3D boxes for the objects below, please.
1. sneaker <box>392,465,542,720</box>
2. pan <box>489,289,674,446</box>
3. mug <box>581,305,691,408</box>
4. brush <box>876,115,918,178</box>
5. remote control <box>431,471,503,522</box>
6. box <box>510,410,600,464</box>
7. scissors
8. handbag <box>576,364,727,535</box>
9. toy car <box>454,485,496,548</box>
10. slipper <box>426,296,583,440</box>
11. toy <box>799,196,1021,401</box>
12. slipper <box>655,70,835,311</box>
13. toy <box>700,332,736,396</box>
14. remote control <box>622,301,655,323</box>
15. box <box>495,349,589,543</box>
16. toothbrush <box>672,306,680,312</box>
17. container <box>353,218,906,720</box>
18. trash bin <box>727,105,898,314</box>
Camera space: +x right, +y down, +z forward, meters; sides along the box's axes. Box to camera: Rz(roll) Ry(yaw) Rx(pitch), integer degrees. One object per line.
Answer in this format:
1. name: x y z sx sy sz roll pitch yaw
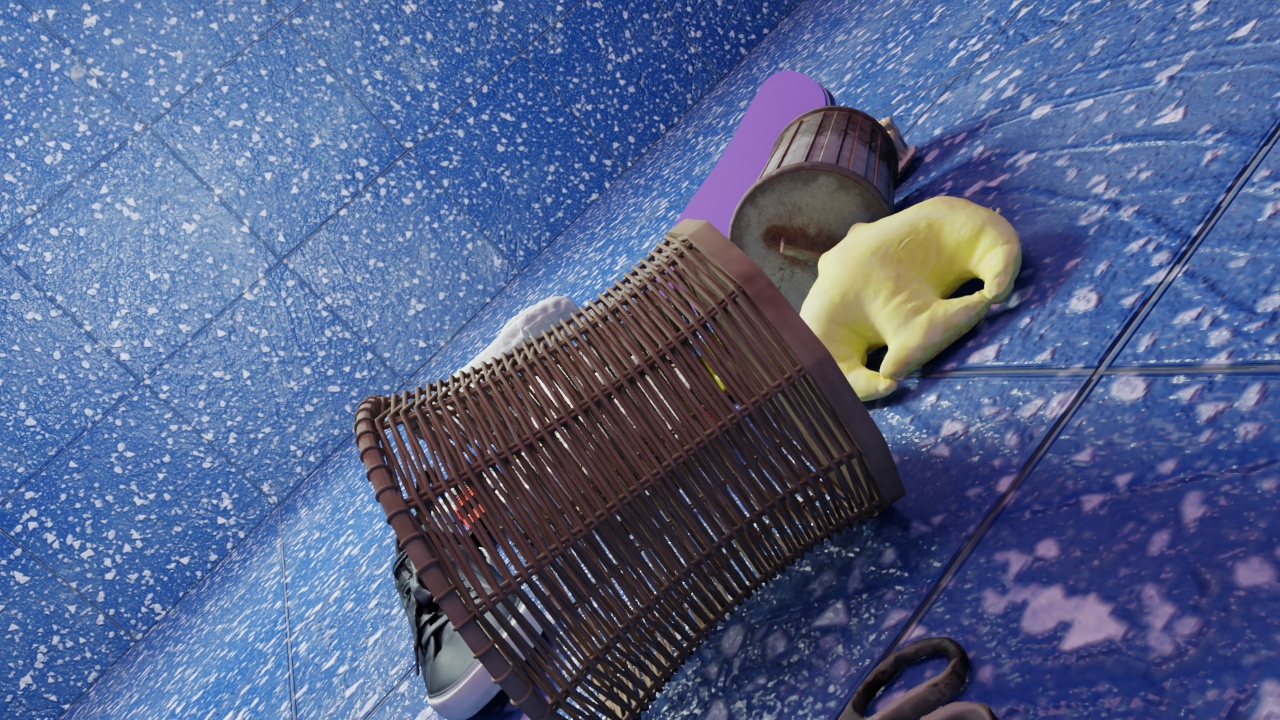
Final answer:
1. sneaker: -0.160 0.178 0.735 0.120 0.127 0.295 -46 17 -10
2. pan: -0.062 0.011 1.060 0.358 0.041 0.178 -36 10 45
3. mug: -0.005 0.005 0.829 0.100 0.085 0.119 -21 -2 6
4. brush: 0.189 -0.190 1.012 0.083 0.056 0.272 -48 16 -26
5. remote control: -0.204 0.163 1.090 0.060 0.025 0.139 -51 16 -30
6. box: -0.065 0.053 0.986 0.210 0.033 0.064 -40 1 26
7. scissors: 0.068 0.172 0.357 0.169 0.012 0.132 -43 12 -15
8. handbag: -0.001 0.078 0.740 0.167 0.063 0.138 -25 32 51
9. toy car: -0.167 0.157 0.962 0.051 0.049 0.100 -44 14 -6
10. slipper: -0.159 0.008 1.146 0.246 0.074 0.112 -45 -24 -28
11. toy: 0.172 -0.048 0.624 0.171 0.064 0.154 -43 32 11
12. slipper: 0.124 -0.165 0.967 0.083 0.107 0.267 1 -58 -55
13. toy: 0.080 -0.003 0.802 0.094 0.036 0.093 -50 20 -3
14. remote control: 0.031 -0.079 1.188 0.152 0.020 0.041 -39 14 9
15. box: -0.076 0.084 0.880 0.111 0.083 0.190 -30 35 35
16. toothbrush: 0.079 -0.082 1.076 0.167 0.014 0.016 -28 20 43
17. container: 0.000 0.058 0.488 0.196 0.227 0.227 -36 14 -3
18. trash bin: 0.155 -0.130 0.784 0.131 0.131 0.210 -34 15 31
